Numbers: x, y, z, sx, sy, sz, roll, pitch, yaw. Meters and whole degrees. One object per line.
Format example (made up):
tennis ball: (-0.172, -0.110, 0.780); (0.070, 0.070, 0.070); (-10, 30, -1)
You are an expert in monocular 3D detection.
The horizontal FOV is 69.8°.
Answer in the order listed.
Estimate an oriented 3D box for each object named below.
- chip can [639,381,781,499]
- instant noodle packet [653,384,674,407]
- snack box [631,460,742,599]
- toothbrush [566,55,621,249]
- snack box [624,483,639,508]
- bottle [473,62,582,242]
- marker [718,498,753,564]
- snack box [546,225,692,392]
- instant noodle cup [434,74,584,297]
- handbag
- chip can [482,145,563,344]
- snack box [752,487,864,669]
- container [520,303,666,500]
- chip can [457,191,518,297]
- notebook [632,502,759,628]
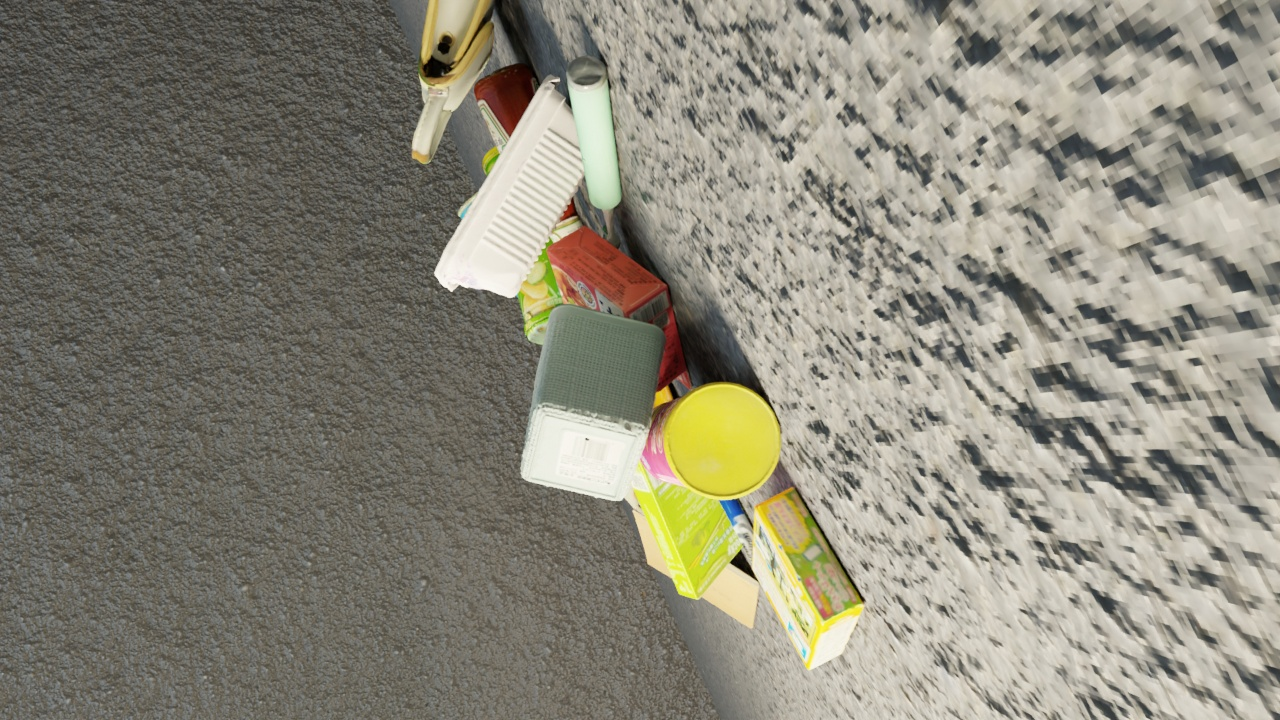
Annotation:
chip can: (0.040, 0.057, 0.654); (0.211, 0.071, 0.071); (137, 108, -83)
instant noodle packet: (-0.005, 0.005, 0.916); (0.128, 0.044, 0.111); (66, 168, -2)
snack box: (0.042, 0.126, 0.817); (0.026, 0.085, 0.156); (3, 124, 45)
toothbrush: (-0.028, -0.138, 0.675); (0.027, 0.026, 0.225); (54, 169, 21)
snack box: (-0.003, 0.143, 1.097); (0.178, 0.046, 0.182); (51, 177, -34)
bottle: (-0.093, -0.175, 0.874); (0.060, 0.059, 0.206); (-144, 30, -75)
marker: (0.104, 0.175, 0.790); (0.017, 0.017, 0.145); (84, 160, -68)
snack box: (-0.017, -0.033, 0.767); (0.113, 0.044, 0.127); (39, 157, 39)
instant noodle cup: (-0.091, -0.123, 0.722); (0.060, 0.173, 0.138); (31, 176, -6)
handbag: (-0.173, -0.263, 0.835); (0.163, 0.063, 0.179); (-150, 73, -77)
chip can: (-0.109, -0.124, 0.966); (0.073, 0.072, 0.221); (87, 167, -71)
snack box: (0.110, 0.152, 0.626); (0.087, 0.033, 0.140); (61, 173, 29)
container: (-0.036, 0.033, 0.668); (0.111, 0.090, 0.090); (-83, 8, -50)
chip can: (-0.120, -0.101, 1.048); (0.210, 0.071, 0.071); (54, 173, -1)
notebook: (0.064, 0.233, 1.018); (0.149, 0.012, 0.212); (30, 159, 18)
